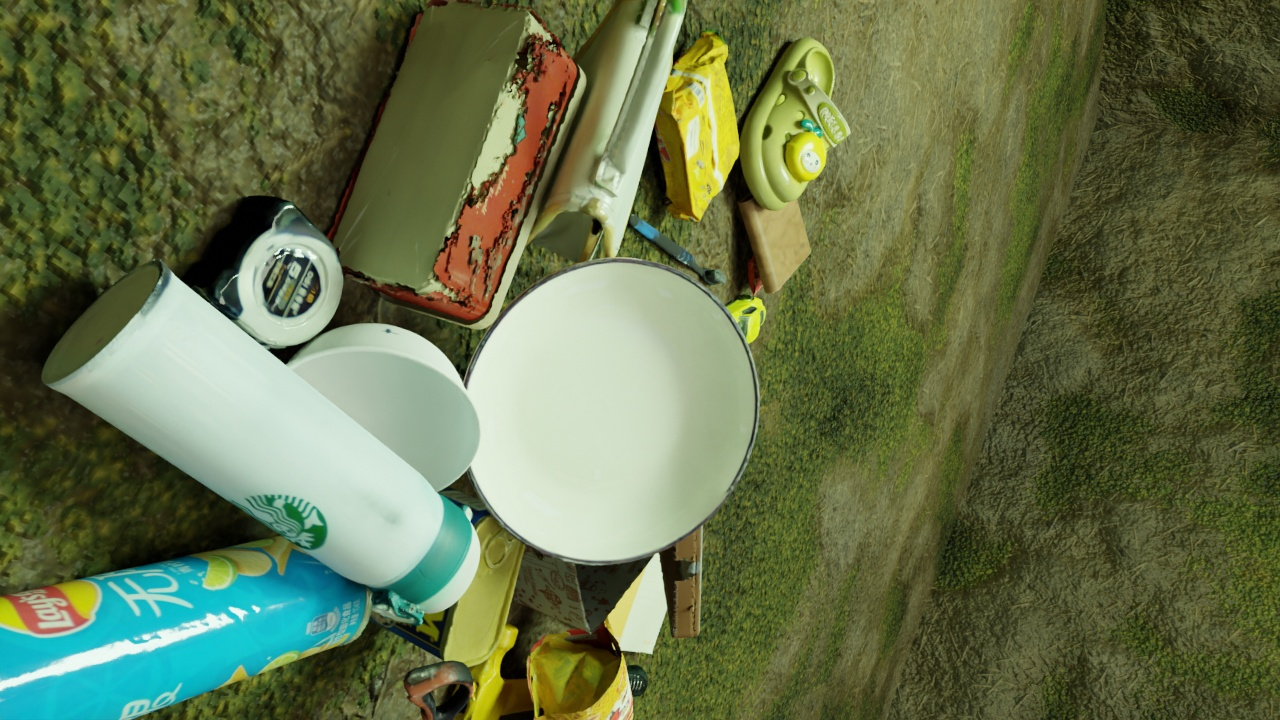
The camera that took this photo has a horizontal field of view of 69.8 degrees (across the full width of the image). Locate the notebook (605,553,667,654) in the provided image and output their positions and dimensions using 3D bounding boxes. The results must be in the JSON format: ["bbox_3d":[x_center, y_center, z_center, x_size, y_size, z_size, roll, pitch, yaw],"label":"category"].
[{"bbox_3d":[0.017,0.193,0.928,0.146,0.010,0.206,38,71,-60],"label":"notebook"}]

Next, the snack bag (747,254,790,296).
[{"bbox_3d":[0.142,-0.099,0.998,0.104,0.026,0.048,-18,116,-55],"label":"snack bag"}]

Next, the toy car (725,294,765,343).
[{"bbox_3d":[0.100,-0.034,0.955,0.105,0.032,0.048,-31,130,-48],"label":"toy car"}]

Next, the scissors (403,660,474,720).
[{"bbox_3d":[-0.149,0.243,0.601,0.189,0.015,0.224,-43,147,25],"label":"scissors"}]

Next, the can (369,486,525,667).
[{"bbox_3d":[-0.129,0.134,0.593,0.057,0.083,0.102,9,96,-61],"label":"can"}]

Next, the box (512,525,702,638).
[{"bbox_3d":[-0.004,0.116,0.714,0.149,0.166,0.182,-44,139,-41],"label":"box"}]

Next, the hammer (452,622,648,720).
[{"bbox_3d":[-0.071,0.297,0.825,0.300,0.033,0.128,28,80,-60],"label":"hammer"}]

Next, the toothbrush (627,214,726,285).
[{"bbox_3d":[0.036,-0.098,0.832,0.189,0.016,0.014,25,75,-59],"label":"toothbrush"}]

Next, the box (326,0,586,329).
[{"bbox_3d":[-0.104,-0.112,0.507,0.078,0.091,0.168,32,76,-62],"label":"box"}]

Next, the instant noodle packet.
[{"bbox_3d":[0.046,-0.195,0.771,0.128,0.044,0.110,77,34,-46],"label":"instant noodle packet"}]

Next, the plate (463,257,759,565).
[{"bbox_3d":[-0.020,0.031,0.577,0.192,0.039,0.192,-3,100,-18],"label":"plate"}]

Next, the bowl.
[{"bbox_3d":[-0.147,0.018,0.510,0.064,0.118,0.118,-98,175,-48],"label":"bowl"}]

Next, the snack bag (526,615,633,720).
[{"bbox_3d":[-0.047,0.310,0.788,0.128,0.073,0.208,-51,150,-36],"label":"snack bag"}]

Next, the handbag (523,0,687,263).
[{"bbox_3d":[-0.013,-0.144,0.555,0.063,0.179,0.163,20,71,-17],"label":"handbag"}]

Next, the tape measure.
[{"bbox_3d":[-0.186,-0.040,0.462,0.065,0.034,0.066,-58,145,-22],"label":"tape measure"}]

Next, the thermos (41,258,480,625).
[{"bbox_3d":[-0.165,0.053,0.444,0.224,0.073,0.073,50,60,-37],"label":"thermos"}]

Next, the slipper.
[{"bbox_3d":[0.161,-0.239,0.902,0.091,0.082,0.190,39,65,-41],"label":"slipper"}]

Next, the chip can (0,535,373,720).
[{"bbox_3d":[-0.229,0.130,0.434,0.209,0.071,0.071,-2,106,-59],"label":"chip can"}]

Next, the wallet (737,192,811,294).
[{"bbox_3d":[0.144,-0.138,0.965,0.115,0.020,0.101,-43,121,-47],"label":"wallet"}]
